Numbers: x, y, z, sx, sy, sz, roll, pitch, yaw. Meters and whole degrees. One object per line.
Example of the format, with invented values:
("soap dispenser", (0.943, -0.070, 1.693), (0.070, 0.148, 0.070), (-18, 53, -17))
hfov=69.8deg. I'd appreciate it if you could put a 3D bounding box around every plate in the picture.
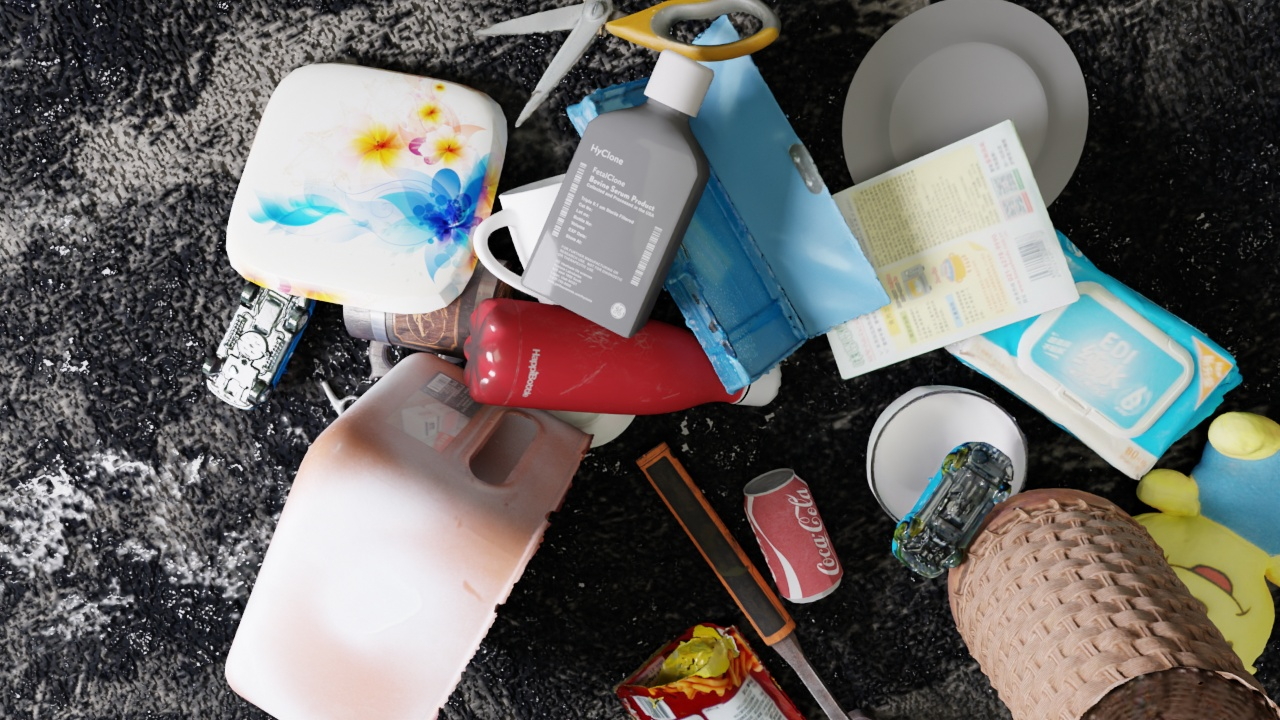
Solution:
("plate", (-0.199, -0.132, 0.665), (0.187, 0.016, 0.186), (11, 76, 4))
("plate", (0.240, -0.174, 0.675), (0.178, 0.012, 0.178), (1, 102, 3))
("plate", (-0.051, 0.023, 0.727), (0.104, 0.026, 0.104), (1, 101, 4))

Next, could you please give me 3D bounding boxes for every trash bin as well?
("trash bin", (0.292, 0.185, 0.576), (0.151, 0.210, 0.151), (1, 102, 5))
("trash bin", (-0.168, 0.145, 0.661), (0.157, 0.181, 0.260), (28, 118, -1))

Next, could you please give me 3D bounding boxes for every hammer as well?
("hammer", (0.096, 0.200, 0.716), (0.035, 0.137, 0.314), (-36, 89, 7))

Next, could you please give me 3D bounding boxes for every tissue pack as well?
("tissue pack", (0.334, -0.003, 0.680), (0.209, 0.066, 0.117), (34, 103, -6))

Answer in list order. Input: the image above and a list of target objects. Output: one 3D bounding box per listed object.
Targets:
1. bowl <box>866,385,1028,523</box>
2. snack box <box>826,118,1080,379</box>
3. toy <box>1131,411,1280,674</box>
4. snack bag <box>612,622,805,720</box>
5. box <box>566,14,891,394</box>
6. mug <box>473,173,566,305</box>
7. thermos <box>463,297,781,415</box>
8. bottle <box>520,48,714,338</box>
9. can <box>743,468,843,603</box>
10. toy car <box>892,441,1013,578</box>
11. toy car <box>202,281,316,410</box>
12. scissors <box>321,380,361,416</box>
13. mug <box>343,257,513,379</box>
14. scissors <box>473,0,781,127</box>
("bowl", (0.226, 0.071, 0.699), (0.116, 0.065, 0.116), (1, 101, 3))
("snack box", (0.203, -0.075, 0.654), (0.168, 0.027, 0.132), (-21, 85, 24))
("toy", (0.436, 0.147, 0.694), (0.149, 0.084, 0.214), (37, 102, 17))
("snack bag", (0.081, 0.326, 0.765), (0.139, 0.066, 0.208), (-31, 100, 14))
("box", (0.062, -0.106, 0.630), (0.112, 0.094, 0.231), (-28, 93, 48))
("mug", (-0.066, -0.084, 0.668), (0.114, 0.081, 0.088), (-25, 109, -31))
("thermos", (-0.004, 0.004, 0.663), (0.239, 0.073, 0.073), (6, 103, -25))
("bottle", (-0.004, -0.111, 0.592), (0.084, 0.046, 0.174), (27, 107, 6))
("can", (0.120, 0.138, 0.726), (0.054, 0.054, 0.096), (-23, 99, 7))
("toy car", (0.222, 0.105, 0.655), (0.048, 0.032, 0.105), (32, 96, -3))
("toy car", (-0.295, -0.018, 0.724), (0.056, 0.043, 0.120), (31, 100, -3))
("scissors", (-0.188, 0.068, 0.750), (0.142, 0.014, 0.147), (-18, 100, 10))
("mug", (-0.160, -0.029, 0.700), (0.107, 0.079, 0.116), (10, 117, 2))
("scissors", (-0.005, -0.243, 0.622), (0.229, 0.016, 0.225), (27, 83, 25))
